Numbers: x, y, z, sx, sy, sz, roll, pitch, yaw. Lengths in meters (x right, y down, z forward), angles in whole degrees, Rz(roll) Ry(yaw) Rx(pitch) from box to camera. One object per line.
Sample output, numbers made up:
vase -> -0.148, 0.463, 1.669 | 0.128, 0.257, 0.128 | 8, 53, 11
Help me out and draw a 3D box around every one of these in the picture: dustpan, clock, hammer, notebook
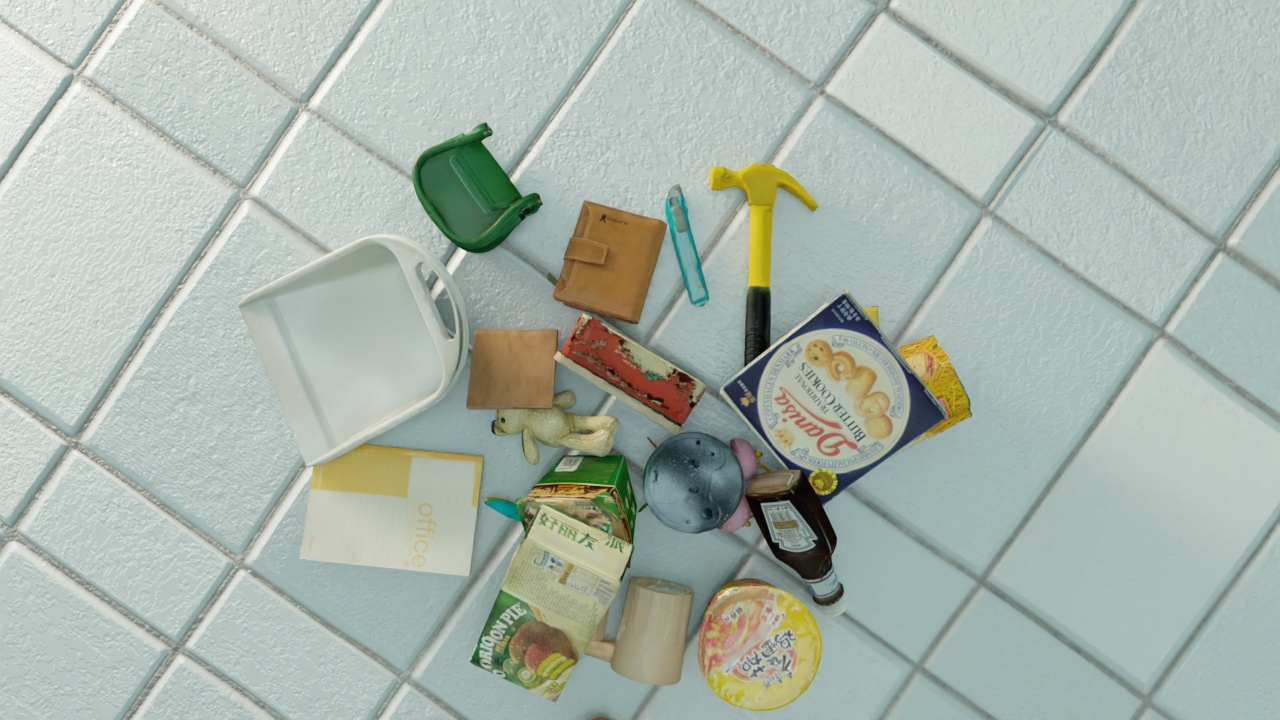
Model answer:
dustpan -> -0.319, -0.023, 1.041 | 0.257, 0.143, 0.222 | -23, 90, -5
clock -> 0.080, 0.144, 1.083 | 0.158, 0.060, 0.117 | 8, 89, 2
hammer -> 0.142, -0.085, 1.095 | 0.129, 0.033, 0.300 | 2, 90, 2
notebook -> -0.297, 0.177, 1.100 | 0.206, 0.010, 0.145 | 6, 84, 2

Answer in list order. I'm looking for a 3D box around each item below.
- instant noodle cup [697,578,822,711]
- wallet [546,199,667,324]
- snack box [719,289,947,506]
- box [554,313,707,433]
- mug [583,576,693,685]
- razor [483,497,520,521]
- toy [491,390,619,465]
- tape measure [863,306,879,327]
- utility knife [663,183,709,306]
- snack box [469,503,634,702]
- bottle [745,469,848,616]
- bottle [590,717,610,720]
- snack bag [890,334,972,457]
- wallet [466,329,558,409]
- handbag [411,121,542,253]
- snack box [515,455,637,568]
instant noodle cup -> 0.131, 0.316, 1.057 | 0.138, 0.110, 0.138 | 0, 91, 0
wallet -> -0.042, -0.118, 1.088 | 0.119, 0.035, 0.130 | 16, 76, -1
snack box -> 0.217, 0.045, 1.039 | 0.183, 0.045, 0.178 | -40, 93, 13
box -> -0.006, 0.006, 1.066 | 0.168, 0.091, 0.080 | 31, 93, 0
mug -> -0.002, 0.311, 1.081 | 0.125, 0.084, 0.103 | 10, 89, 27
razor -> -0.129, 0.199, 1.099 | 0.132, 0.028, 0.043 | 33, 121, -2
toy -> -0.099, 0.073, 1.067 | 0.157, 0.066, 0.105 | 12, 61, 22
tape measure -> 0.258, -0.033, 1.096 | 0.057, 0.029, 0.060 | -6, 90, -1
utility knife -> 0.055, -0.138, 1.104 | 0.029, 0.013, 0.151 | -15, 90, 2
snack box -> -0.102, 0.275, 1.021 | 0.114, 0.063, 0.241 | 25, 126, 1
bottle -> 0.190, 0.214, 1.060 | 0.080, 0.043, 0.195 | -12, 116, 36
bottle -> -0.079, 0.493, 1.087 | 0.067, 0.066, 0.149 | 42, 98, 0
snack bag -> 0.274, 0.059, 1.086 | 0.208, 0.073, 0.128 | -24, 91, 8
wallet -> -0.149, 0.010, 1.074 | 0.101, 0.020, 0.115 | 0, 54, 1
handbag -> -0.196, -0.200, 1.078 | 0.120, 0.068, 0.131 | -37, 90, -1
snack box -> -0.061, 0.165, 1.041 | 0.118, 0.105, 0.118 | -2, 122, 17
